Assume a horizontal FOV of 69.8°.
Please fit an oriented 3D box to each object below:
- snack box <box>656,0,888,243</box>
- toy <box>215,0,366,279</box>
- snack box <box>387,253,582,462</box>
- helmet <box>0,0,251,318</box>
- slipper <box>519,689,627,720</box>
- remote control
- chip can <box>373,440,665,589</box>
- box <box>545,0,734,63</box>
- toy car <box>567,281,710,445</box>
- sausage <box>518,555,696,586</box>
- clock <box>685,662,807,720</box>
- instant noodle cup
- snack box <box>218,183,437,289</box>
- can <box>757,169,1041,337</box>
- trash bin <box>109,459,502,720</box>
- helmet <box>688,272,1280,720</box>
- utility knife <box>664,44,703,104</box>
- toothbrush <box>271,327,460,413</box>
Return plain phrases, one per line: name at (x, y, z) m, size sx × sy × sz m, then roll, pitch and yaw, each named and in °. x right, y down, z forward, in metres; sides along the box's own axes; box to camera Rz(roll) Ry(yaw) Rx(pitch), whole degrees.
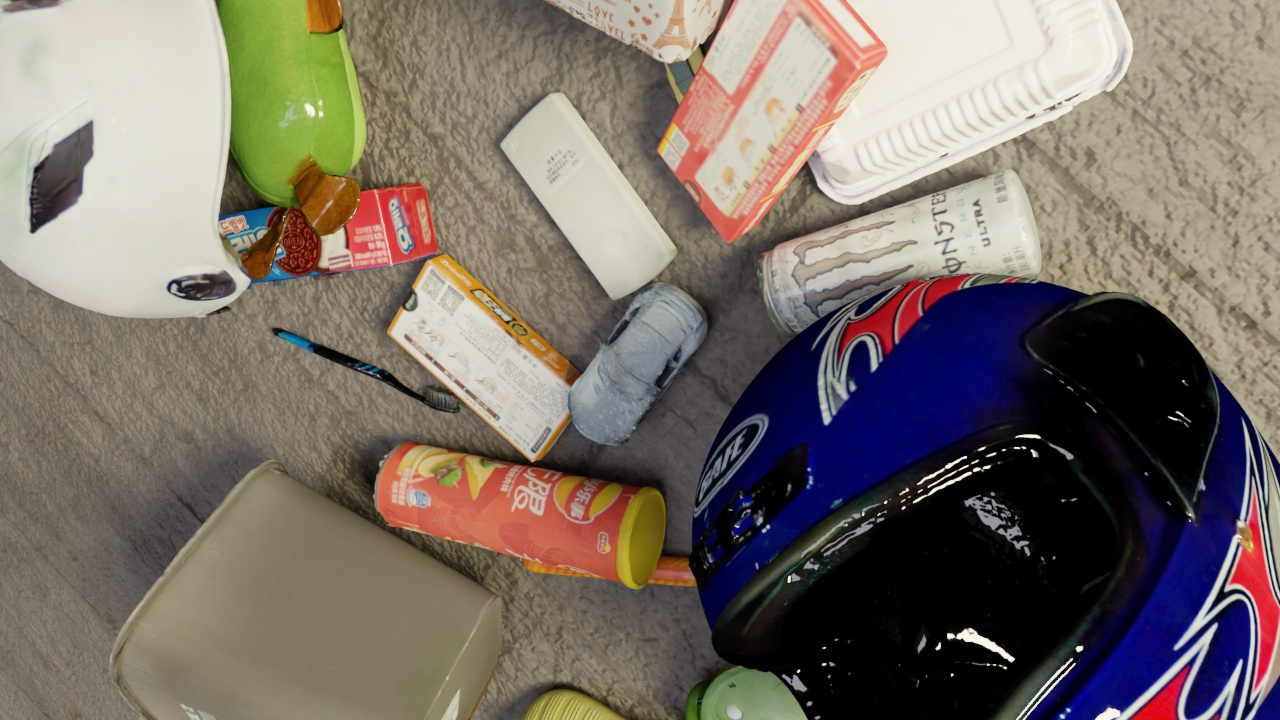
snack box at (0.062, -0.135, 0.490) m, size 0.075 × 0.025 × 0.153 m, roll 53°, pitch 150°, yaw 10°
toy at (-0.235, -0.186, 0.610) m, size 0.228 × 0.089 × 0.246 m, roll -12°, pitch 84°, yaw 51°
snack box at (-0.112, -0.002, 0.678) m, size 0.154 × 0.026 × 0.075 m, roll 41°, pitch 120°, yaw 6°
helmet at (-0.345, -0.136, 0.577) m, size 0.259 × 0.145 × 0.229 m, roll -25°, pitch 77°, yaw 59°
slipper at (-0.020, 0.331, 0.719) m, size 0.191 × 0.091 × 0.081 m, roll 8°, pitch 143°, yaw 37°
remote control at (-0.034, -0.107, 0.606) m, size 0.056 × 0.019 × 0.135 m, roll -37°, pitch 91°, yaw 31°
chip can at (-0.091, 0.110, 0.684) m, size 0.217 × 0.073 × 0.073 m, roll 9°, pitch 112°, yaw 24°
box at (0.017, -0.301, 0.471) m, size 0.179 × 0.130 × 0.272 m, roll 32°, pitch 90°, yaw 12°
toy car at (-0.004, 0.004, 0.613) m, size 0.054 × 0.036 × 0.121 m, roll 38°, pitch 106°, yaw 7°
sausage at (-0.023, 0.155, 0.696) m, size 0.165 × 0.021 × 0.021 m, roll -1°, pitch 108°, yaw 26°
clock at (0.097, 0.261, 0.659) m, size 0.116 × 0.056 × 0.162 m, roll 42°, pitch 120°, yaw 7°
instant noodle cup at (0.146, -0.168, 0.477) m, size 0.174 × 0.060 × 0.138 m, roll -22°, pitch 98°, yaw 31°
snack box at (-0.255, -0.091, 0.696) m, size 0.208 × 0.057 × 0.058 m, roll -3°, pitch 104°, yaw 27°
can at (0.144, -0.057, 0.518) m, size 0.147 × 0.058 × 0.058 m, roll -15°, pitch 101°, yaw 29°
trash bin at (-0.240, 0.229, 0.718) m, size 0.220 × 0.198 × 0.199 m, roll 22°, pitch 142°, yaw 9°
helmet at (0.141, 0.088, 0.425) m, size 0.240 × 0.314 × 0.248 m, roll 43°, pitch 133°, yaw 16°
utility knife at (0.024, -0.184, 0.557) m, size 0.031 × 0.020 × 0.195 m, roll -19°, pitch 95°, yaw 26°
toothbrush at (-0.224, 0.004, 0.741) m, size 0.190 × 0.014 × 0.016 m, roll 21°, pitch 115°, yaw 18°
